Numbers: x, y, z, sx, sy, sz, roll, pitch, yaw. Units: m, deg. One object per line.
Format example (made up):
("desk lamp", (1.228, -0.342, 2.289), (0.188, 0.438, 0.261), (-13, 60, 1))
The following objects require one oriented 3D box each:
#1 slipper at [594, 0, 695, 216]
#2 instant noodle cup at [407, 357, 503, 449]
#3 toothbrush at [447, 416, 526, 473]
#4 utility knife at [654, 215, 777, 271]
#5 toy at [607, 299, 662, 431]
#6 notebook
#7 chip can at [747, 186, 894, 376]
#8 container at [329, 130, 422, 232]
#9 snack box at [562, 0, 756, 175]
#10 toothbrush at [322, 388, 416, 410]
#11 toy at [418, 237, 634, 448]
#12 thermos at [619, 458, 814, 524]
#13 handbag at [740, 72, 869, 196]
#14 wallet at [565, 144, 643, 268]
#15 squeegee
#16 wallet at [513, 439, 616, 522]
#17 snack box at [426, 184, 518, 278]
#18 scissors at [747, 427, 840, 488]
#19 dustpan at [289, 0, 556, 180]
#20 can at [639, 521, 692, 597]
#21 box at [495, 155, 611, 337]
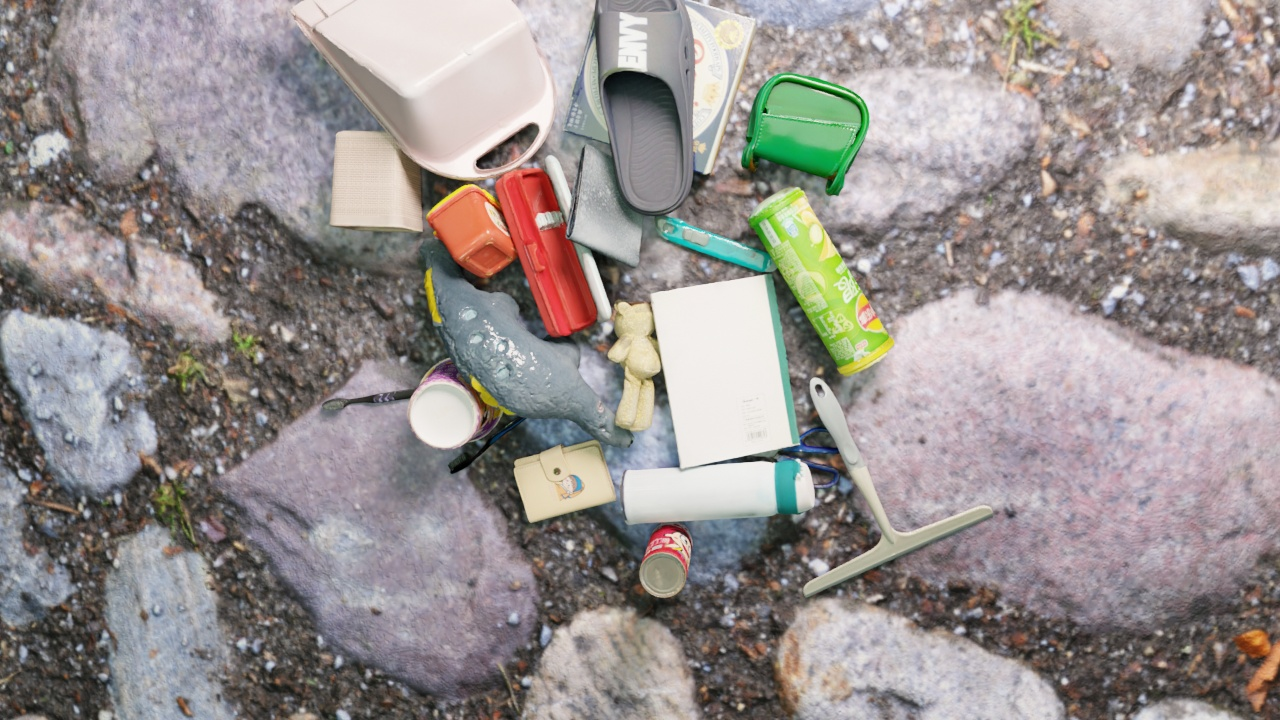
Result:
("slipper", (0.007, -0.293, 1.001), (0.111, 0.083, 0.268), (-5, 99, 7))
("instant noodle cup", (-0.228, 0.056, 1.107), (0.111, 0.099, 0.111), (0, 98, 3))
("toothbrush", (-0.168, 0.084, 1.152), (0.190, 0.014, 0.016), (-37, 66, 9))
("utility knife", (0.089, -0.138, 1.091), (0.161, 0.013, 0.029), (20, 101, 4))
("toy", (-0.006, 0.006, 1.091), (0.066, 0.105, 0.157), (-3, 84, 50))
("notebook", (0.102, 0.012, 1.084), (0.150, 0.012, 0.209), (-10, 93, -8))
("chip can", (0.206, -0.093, 1.053), (0.073, 0.072, 0.221), (-31, 93, 9))
("container", (-0.313, -0.212, 1.094), (0.090, 0.090, 0.111), (3, 94, 7))
("snack box", (0.021, -0.326, 1.059), (0.182, 0.045, 0.178), (18, 100, 5))
("toothbrush", (-0.315, 0.046, 1.163), (0.189, 0.016, 0.014), (-8, 102, 6))
("toy", (-0.152, -0.007, 1.083), (0.356, 0.137, 0.092), (42, 121, -1))
("thermos", (0.092, 0.158, 1.092), (0.224, 0.073, 0.073), (-5, 97, 13))
("handbag", (0.186, -0.260, 1.041), (0.131, 0.068, 0.120), (19, 106, 3))
("wallet", (-0.035, -0.177, 1.053), (0.097, 0.019, 0.120), (20, 70, -36))
("squeegee", (0.259, 0.132, 1.083), (0.246, 0.039, 0.246), (-25, 96, 7))
("wallet", (-0.096, 0.149, 1.146), (0.115, 0.024, 0.087), (-16, 94, 10))
("snack box", (-0.193, -0.147, 1.075), (0.082, 0.091, 0.080), (-33, 67, 11))
("scissors", (0.165, 0.100, 1.112), (0.173, 0.012, 0.128), (36, 99, -1))
("dustpan", (-0.232, -0.344, 1.065), (0.222, 0.139, 0.273), (-36, 65, -12))
("can", (0.032, 0.231, 1.085), (0.053, 0.132, 0.053), (1, 97, 7))
("box", (-0.084, -0.136, 1.072), (0.092, 0.094, 0.201), (-15, 97, 41))
